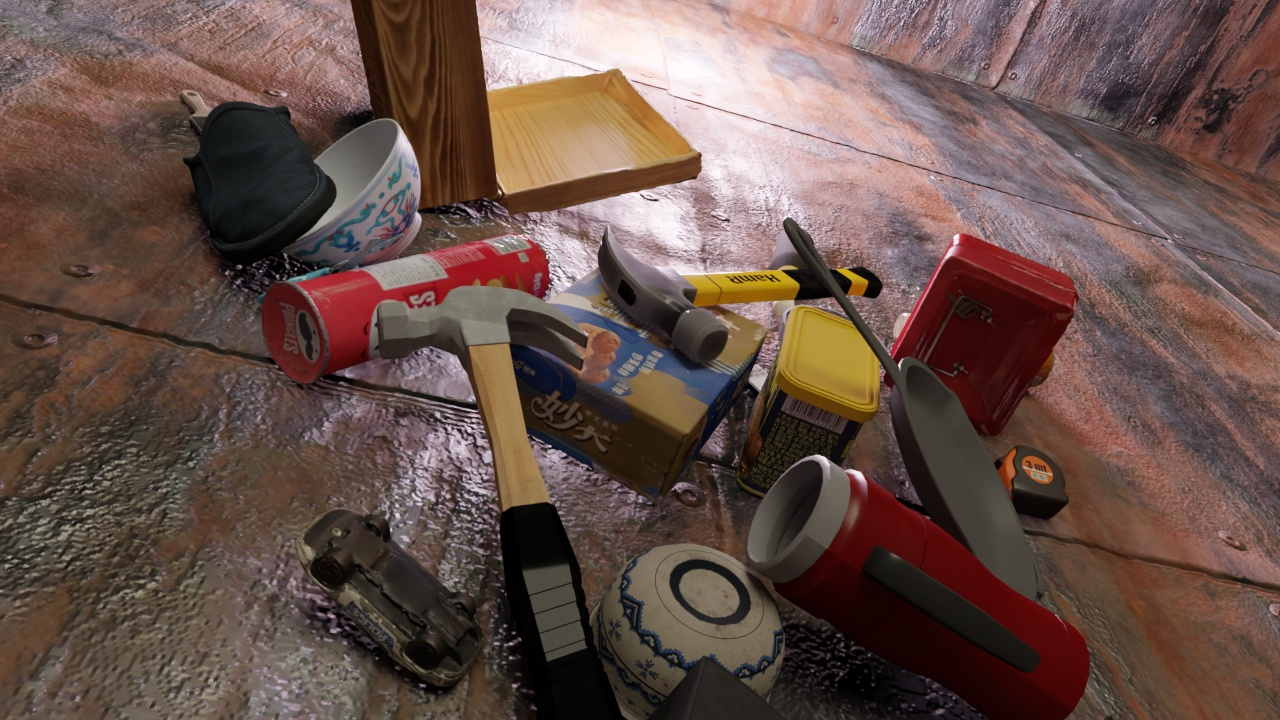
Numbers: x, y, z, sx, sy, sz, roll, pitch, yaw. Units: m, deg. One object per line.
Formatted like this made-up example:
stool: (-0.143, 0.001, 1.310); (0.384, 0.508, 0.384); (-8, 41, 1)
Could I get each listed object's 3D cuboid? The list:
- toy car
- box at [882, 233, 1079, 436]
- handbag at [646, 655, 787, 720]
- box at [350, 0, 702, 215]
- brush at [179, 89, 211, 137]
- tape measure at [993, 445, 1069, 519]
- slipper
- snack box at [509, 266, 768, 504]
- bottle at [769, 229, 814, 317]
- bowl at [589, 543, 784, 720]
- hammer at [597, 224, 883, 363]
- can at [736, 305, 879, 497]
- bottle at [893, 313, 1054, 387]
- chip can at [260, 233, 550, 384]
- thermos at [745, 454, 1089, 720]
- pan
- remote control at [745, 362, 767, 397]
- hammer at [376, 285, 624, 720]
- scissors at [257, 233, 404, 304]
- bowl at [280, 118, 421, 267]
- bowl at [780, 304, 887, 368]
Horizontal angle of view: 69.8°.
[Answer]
toy car: (-0.133, 0.125, 0.483); (0.113, 0.041, 0.048); (43, 26, -1)
box: (0.323, -0.027, 0.878); (0.130, 0.158, 0.097); (26, 34, 8)
handbag: (0.073, 0.259, 0.390); (0.196, 0.072, 0.175); (32, 31, 0)
box: (-0.128, -0.325, 1.002); (0.335, 0.287, 0.279); (-13, 41, -18)
brush: (-0.437, -0.241, 0.931); (0.038, 0.012, 0.151); (-11, 41, -41)
tape measure: (0.329, 0.106, 0.789); (0.058, 0.038, 0.058); (13, 45, -10)
slipper: (-0.333, -0.171, 0.764); (0.109, 0.083, 0.265); (-34, 42, -4)
snack box: (-0.004, 0.004, 0.727); (0.155, 0.069, 0.202); (28, 31, 12)
bottle: (0.162, -0.093, 0.999); (0.045, 0.045, 0.184); (21, 31, 2)
bowl: (0.030, 0.151, 0.521); (0.115, 0.059, 0.115); (14, 31, -9)
hammer: (0.106, -0.068, 0.815); (0.323, 0.034, 0.170); (-6, 38, -40)
can: (0.130, 0.036, 0.716); (0.075, 0.105, 0.135); (21, 31, 3)
bottle: (0.349, -0.016, 0.968); (0.167, 0.059, 0.059); (13, 31, -10)
chip can: (-0.171, -0.048, 0.715); (0.073, 0.073, 0.232); (34, 33, 23)
thermos: (0.166, 0.140, 0.531); (0.198, 0.084, 0.108); (34, -6, -11)
pan: (0.195, 0.043, 0.655); (0.354, 0.024, 0.216); (51, 28, -18)
remote control: (0.086, -0.001, 0.843); (0.028, 0.012, 0.124); (-7, 39, -37)
hammer: (-0.068, 0.077, 0.526); (0.131, 0.039, 0.327); (-5, 47, -19)
scissors: (-0.219, -0.070, 0.702); (0.143, 0.015, 0.095); (-17, 0, 23)
bowl: (-0.235, -0.127, 0.779); (0.074, 0.144, 0.143); (48, 11, -38)
bowl: (0.180, -0.009, 0.881); (0.106, 0.039, 0.106); (14, 31, -9)
